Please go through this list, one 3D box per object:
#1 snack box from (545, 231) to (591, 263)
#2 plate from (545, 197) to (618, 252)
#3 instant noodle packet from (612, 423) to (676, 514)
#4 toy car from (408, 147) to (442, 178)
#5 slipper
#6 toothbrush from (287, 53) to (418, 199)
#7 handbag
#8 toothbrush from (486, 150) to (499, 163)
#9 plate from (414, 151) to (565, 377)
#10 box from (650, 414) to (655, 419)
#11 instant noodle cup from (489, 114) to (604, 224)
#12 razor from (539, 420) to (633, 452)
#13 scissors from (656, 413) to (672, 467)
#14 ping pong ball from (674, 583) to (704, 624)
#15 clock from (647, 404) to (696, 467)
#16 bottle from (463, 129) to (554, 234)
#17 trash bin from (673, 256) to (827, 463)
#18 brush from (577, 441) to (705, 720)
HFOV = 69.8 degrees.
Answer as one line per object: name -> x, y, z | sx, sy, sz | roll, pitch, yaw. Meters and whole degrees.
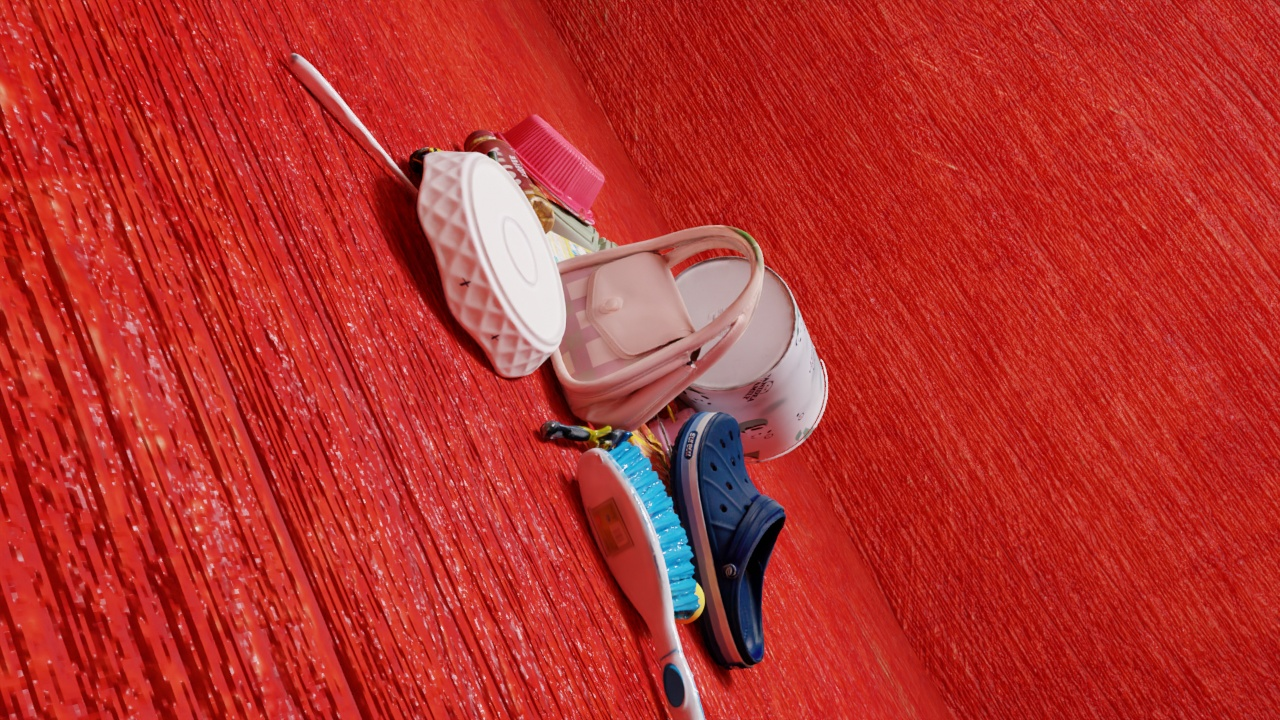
snack box -> -0.083, -0.102, 1.031 | 0.140, 0.034, 0.086 | 21, 32, -34
plate -> -0.056, -0.148, 1.220 | 0.230, 0.027, 0.230 | 36, 10, -8
instant noodle packet -> 0.004, 0.111, 0.934 | 0.111, 0.044, 0.128 | 46, 16, -43
toy car -> -0.175, -0.167, 0.892 | 0.071, 0.041, 0.155 | 61, 8, 3
slipper -> 0.093, 0.167, 0.889 | 0.105, 0.095, 0.252 | 30, 51, -65
toothbrush -> -0.225, -0.180, 0.760 | 0.180, 0.016, 0.016 | 51, 19, -40
handbag -> 0.017, -0.051, 0.915 | 0.093, 0.234, 0.193 | 53, 12, -45
toothbrush -> -0.129, -0.125, 0.923 | 0.012, 0.017, 0.185 | 38, 38, -77
plate -> -0.121, -0.088, 0.793 | 0.204, 0.046, 0.205 | -18, 90, -77
box -> -0.007, 0.004, 1.070 | 0.076, 0.087, 0.162 | 18, 21, -3
instant noodle cup -> -0.119, -0.275, 1.272 | 0.194, 0.066, 0.193 | 40, 9, -8
razor -> -0.054, 0.068, 0.824 | 0.022, 0.043, 0.142 | 43, 8, 26
scissors -> 0.039, 0.117, 0.988 | 0.181, 0.014, 0.159 | 90, -22, -85
ping pong ball -> 0.036, 0.210, 0.803 | 0.040, 0.040, 0.040 | 56, 11, -17
clock -> 0.069, 0.122, 1.164 | 0.117, 0.060, 0.158 | 64, 10, 27
bottle -> -0.151, -0.196, 1.008 | 0.057, 0.057, 0.175 | 47, 7, -49
trash bin -> 0.129, -0.003, 1.240 | 0.229, 0.229, 0.252 | 64, 4, 25
brush -> 0.020, 0.205, 0.728 | 0.109, 0.061, 0.314 | 22, 40, -64
